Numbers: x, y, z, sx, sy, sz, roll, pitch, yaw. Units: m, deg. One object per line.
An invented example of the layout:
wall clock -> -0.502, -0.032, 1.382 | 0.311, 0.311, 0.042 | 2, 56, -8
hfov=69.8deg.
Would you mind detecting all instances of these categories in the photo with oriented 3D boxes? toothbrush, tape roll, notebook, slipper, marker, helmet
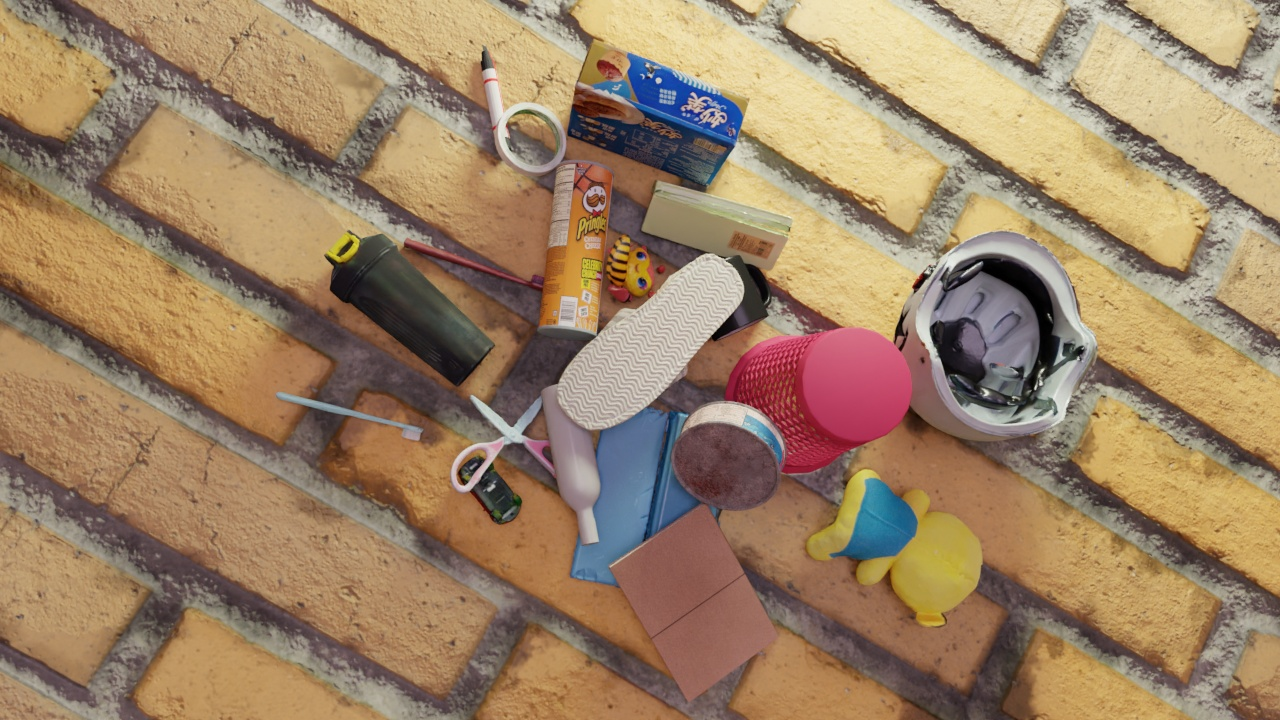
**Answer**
toothbrush -> -0.356, 0.067, 1.123 | 0.180, 0.016, 0.016 | 17, 89, -6
toothbrush -> -0.208, -0.123, 1.171 | 0.190, 0.016, 0.016 | 17, 75, -5
tape roll -> -0.142, -0.287, 1.191 | 0.093, 0.018, 0.093 | 5, 79, -24
notebook -> 0.069, 0.296, 1.124 | 0.141, 0.008, 0.209 | -32, 105, -12
slipper -> 0.013, -0.022, 1.121 | 0.272, 0.054, 0.114 | -41, 85, -6
marker -> -0.192, -0.345, 1.203 | 0.019, 0.019, 0.145 | -11, 84, -10
helmet -> 0.432, -0.024, 1.177 | 0.236, 0.164, 0.263 | 23, 73, -9

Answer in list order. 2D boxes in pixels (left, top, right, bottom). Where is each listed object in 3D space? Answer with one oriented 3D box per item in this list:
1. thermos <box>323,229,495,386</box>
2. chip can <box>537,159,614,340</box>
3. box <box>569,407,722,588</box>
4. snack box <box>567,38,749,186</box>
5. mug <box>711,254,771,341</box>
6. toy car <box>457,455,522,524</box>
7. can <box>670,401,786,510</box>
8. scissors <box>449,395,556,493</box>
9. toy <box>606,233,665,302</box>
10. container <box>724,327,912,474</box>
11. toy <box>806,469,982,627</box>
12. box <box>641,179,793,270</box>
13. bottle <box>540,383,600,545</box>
thermos -> -0.282, -0.066, 1.114 | 0.221, 0.098, 0.098 | 42, 78, -5
chip can -> -0.081, -0.138, 1.161 | 0.075, 0.075, 0.215 | 7, 81, -8
box -> 0.020, 0.176, 1.141 | 0.176, 0.048, 0.231 | 12, 83, -10
snack box -> 0.017, -0.307, 1.159 | 0.202, 0.155, 0.069 | 19, 80, -5
mug -> 0.124, -0.085, 1.191 | 0.113, 0.078, 0.088 | -22, 85, -38
toy car -> -0.184, 0.160, 1.121 | 0.091, 0.036, 0.042 | 48, 59, 3
can -> 0.104, 0.113, 1.080 | 0.130, 0.130, 0.044 | 33, 37, -3
scissors -> -0.155, 0.111, 1.125 | 0.170, 0.013, 0.172 | 45, 60, -9
toy -> -0.012, -0.116, 1.172 | 0.046, 0.103, 0.084 | 21, 81, 37
container -> 0.218, 0.042, 1.103 | 0.183, 0.226, 0.183 | 1, 82, -8
toy -> 0.338, 0.239, 1.167 | 0.214, 0.084, 0.148 | 33, 80, 0
box -> 0.102, -0.188, 1.198 | 0.188, 0.077, 0.090 | 17, 81, -4
bottle -> -0.080, 0.127, 1.121 | 0.052, 0.052, 0.195 | -9, 74, -10
